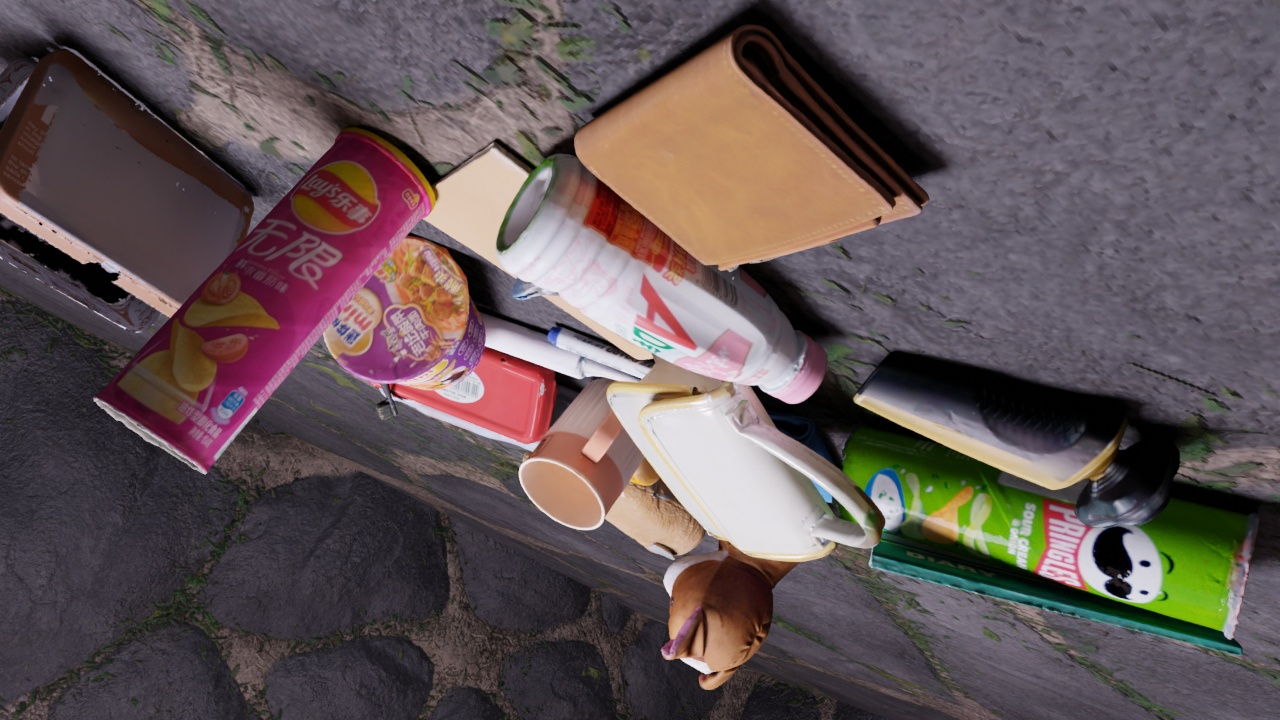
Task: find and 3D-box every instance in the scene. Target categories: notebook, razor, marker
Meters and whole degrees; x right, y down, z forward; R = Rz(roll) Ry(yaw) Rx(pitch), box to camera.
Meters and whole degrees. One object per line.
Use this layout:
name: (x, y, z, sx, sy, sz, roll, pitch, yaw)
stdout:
notebook: (0.262, 0.142, 0.615, 0.209, 0.012, 0.150, 11, -174, 16)
notebook: (-0.039, -0.058, 0.595, 0.207, 0.008, 0.148, 34, 159, -25)
razor: (0.198, 0.041, 0.502, 0.167, 0.062, 0.068, 21, 132, 25)
marker: (-0.004, 0.004, 0.709, 0.146, 0.016, 0.017, 21, 162, 11)

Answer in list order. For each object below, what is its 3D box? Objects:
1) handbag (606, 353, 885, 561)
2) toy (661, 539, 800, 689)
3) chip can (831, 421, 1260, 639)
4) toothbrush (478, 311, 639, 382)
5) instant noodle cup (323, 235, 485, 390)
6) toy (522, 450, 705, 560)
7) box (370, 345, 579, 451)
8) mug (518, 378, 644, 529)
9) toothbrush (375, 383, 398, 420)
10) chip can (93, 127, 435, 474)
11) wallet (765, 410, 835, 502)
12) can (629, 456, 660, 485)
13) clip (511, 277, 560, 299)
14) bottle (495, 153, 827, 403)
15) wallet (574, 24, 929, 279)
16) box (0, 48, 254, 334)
handbag: (0.071, 0.070, 0.599, 0.179, 0.063, 0.163, 12, 143, 56)
toy: (0.081, 0.197, 0.846, 0.131, 0.199, 0.140, 5, 152, 39)
chip can: (0.242, 0.098, 0.574, 0.236, 0.072, 0.072, 13, 159, 33)
toothbrush: (-0.070, -0.006, 0.749, 0.221, 0.026, 0.026, 19, -174, 18)
instant noodle cup: (-0.172, -0.026, 0.707, 0.111, 0.111, 0.099, 20, 169, 12)
toy: (-0.022, 0.146, 1.023, 0.226, 0.082, 0.144, 38, 149, -29)
box: (-0.153, 0.016, 0.869, 0.202, 0.095, 0.099, 17, -163, 23)
mug: (-0.036, 0.070, 0.770, 0.081, 0.105, 0.115, 35, 141, 1)
toothbrush: (-0.236, -0.020, 0.794, 0.026, 0.027, 0.213, 43, 149, 32)
chip can: (-0.210, -0.039, 0.531, 0.071, 0.210, 0.071, 28, 157, 13)
wallet: (0.104, 0.076, 0.743, 0.106, 0.040, 0.133, 9, 156, 28)
can: (-0.044, 0.079, 0.898, 0.146, 0.058, 0.058, 10, 157, 36)
clip: (-0.062, -0.052, 0.588, 0.057, 0.024, 0.028, 1, 154, 43)
bottle: (0.019, -0.035, 0.501, 0.197, 0.068, 0.068, 29, 162, -26)
wallet: (0.045, -0.077, 0.396, 0.119, 0.035, 0.131, 33, 161, -24)
box: (-0.384, -0.111, 0.666, 0.168, 0.150, 0.182, 31, 171, 44)
